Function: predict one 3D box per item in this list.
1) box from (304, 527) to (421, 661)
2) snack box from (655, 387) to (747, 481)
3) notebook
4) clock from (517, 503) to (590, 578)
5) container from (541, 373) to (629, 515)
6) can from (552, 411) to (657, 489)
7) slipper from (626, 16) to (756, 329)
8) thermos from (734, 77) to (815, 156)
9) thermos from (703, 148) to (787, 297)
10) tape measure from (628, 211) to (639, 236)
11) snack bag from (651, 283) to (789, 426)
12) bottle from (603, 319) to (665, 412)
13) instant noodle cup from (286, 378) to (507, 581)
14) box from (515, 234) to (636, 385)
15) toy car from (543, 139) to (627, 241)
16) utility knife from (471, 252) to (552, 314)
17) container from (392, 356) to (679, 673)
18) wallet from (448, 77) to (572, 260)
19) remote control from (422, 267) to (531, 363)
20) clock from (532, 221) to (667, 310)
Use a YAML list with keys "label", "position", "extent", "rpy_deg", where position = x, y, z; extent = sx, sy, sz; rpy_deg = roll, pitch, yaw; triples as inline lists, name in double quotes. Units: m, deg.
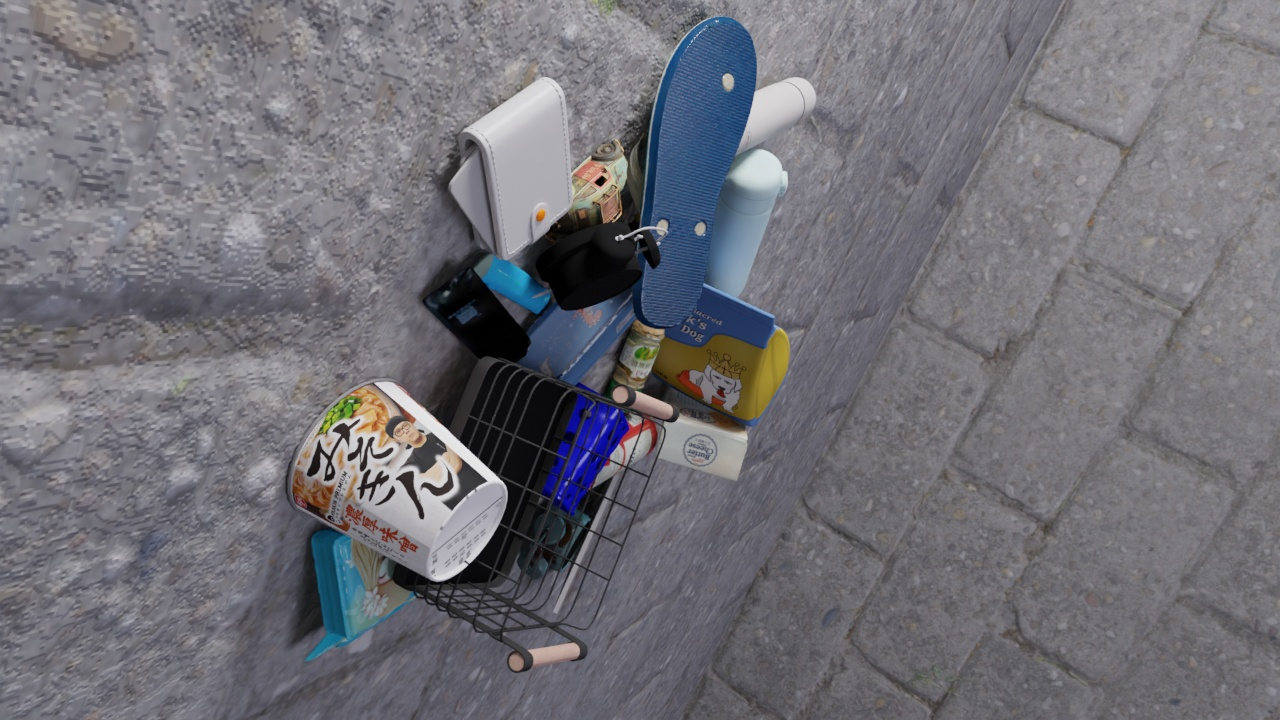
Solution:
- label: "box"
  position: [-0.202, 0.185, 0.836]
  extent: [0.226, 0.072, 0.182]
  rpy_deg: [-28, 142, -56]
- label: "snack box"
  position: [0.080, 0.084, 1.192]
  extent: [0.207, 0.104, 0.057]
  rpy_deg: [-70, 175, -77]
- label: "notebook"
  position: [-0.060, 0.211, 1.206]
  extent: [0.142, 0.009, 0.210]
  rpy_deg: [-67, -179, -73]
- label: "clock"
  position: [-0.105, 0.216, 1.107]
  extent: [0.090, 0.053, 0.124]
  rpy_deg: [-66, 171, 19]
- label: "container"
  position: [-0.077, 0.088, 0.963]
  extent: [0.113, 0.084, 0.085]
  rpy_deg: [-55, 161, -15]
- label: "can"
  position: [-0.044, 0.105, 1.087]
  extent: [0.169, 0.067, 0.067]
  rpy_deg: [-22, 138, -59]
- label: "slipper"
  position: [0.033, -0.176, 0.870]
  extent: [0.118, 0.060, 0.295]
  rpy_deg: [0, 106, -45]
- label: "thermos"
  position: [0.127, -0.265, 1.001]
  extent: [0.223, 0.052, 0.052]
  rpy_deg: [-37, 150, -47]
- label: "thermos"
  position: [0.111, -0.154, 1.061]
  extent: [0.207, 0.078, 0.065]
  rpy_deg: [104, -9, -56]
- label: "tape measure"
  position: [0.009, -0.132, 0.934]
  extent: [0.062, 0.038, 0.067]
  rpy_deg: [-49, 162, -48]
- label: "snack bag"
  position: [0.090, -0.028, 1.089]
  extent: [0.102, 0.159, 0.205]
  rpy_deg: [-55, 158, -21]
- label: "bottle"
  position: [-0.006, 0.006, 1.076]
  extent: [0.043, 0.043, 0.111]
  rpy_deg: [-20, 136, -60]
- label: "instant noodle cup"
  position: [-0.174, 0.096, 0.690]
  extent: [0.123, 0.122, 0.124]
  rpy_deg: [-48, 157, -29]
- label: "box"
  position: [-0.060, -0.021, 0.893]
  extent: [0.209, 0.034, 0.127]
  rpy_deg: [-49, 156, -14]
- label: "toy car"
  position: [-0.038, -0.141, 0.791]
  extent: [0.111, 0.047, 0.047]
  rpy_deg: [-49, 154, -27]
- label: "utility knife"
  position: [-0.106, -0.062, 0.790]
  extent: [0.031, 0.015, 0.174]
  rpy_deg: [-56, 161, -1]
- label: "container"
  position: [-0.083, 0.124, 0.793]
  extent: [0.162, 0.130, 0.241]
  rpy_deg: [25, 85, -63]
- label: "wallet"
  position: [-0.099, -0.131, 0.679]
  extent: [0.115, 0.037, 0.119]
  rpy_deg: [-46, 152, -33]
- label: "remote control"
  position: [-0.128, -0.027, 0.753]
  extent: [0.047, 0.022, 0.150]
  rpy_deg: [-35, 158, -2]
- label: "clock"
  position: [-0.032, -0.085, 0.790]
  extent: [0.121, 0.042, 0.091]
  rpy_deg: [-28, 169, 25]
